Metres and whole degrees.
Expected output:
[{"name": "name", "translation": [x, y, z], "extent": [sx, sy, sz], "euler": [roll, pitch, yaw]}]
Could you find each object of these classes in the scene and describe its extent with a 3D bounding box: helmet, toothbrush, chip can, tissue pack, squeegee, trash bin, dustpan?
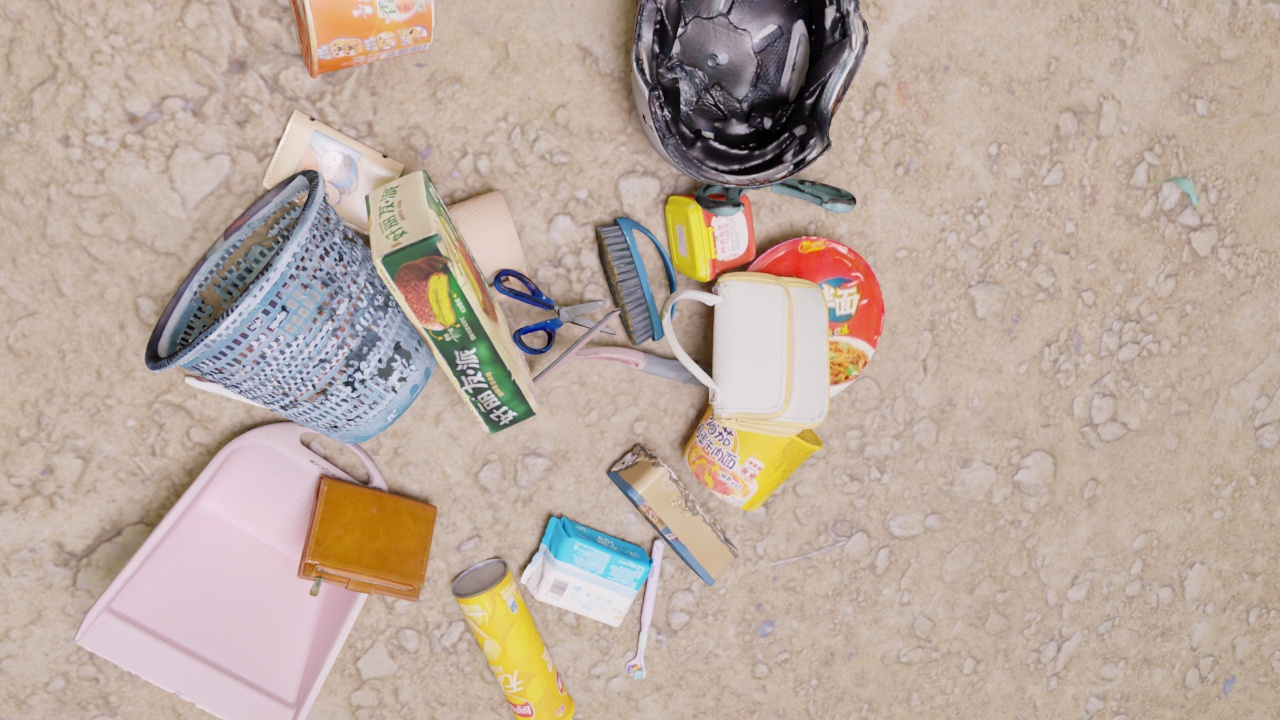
[{"name": "helmet", "translation": [0.091, -0.303, 0.915], "extent": [0.230, 0.157, 0.274], "euler": [7, 92, -15]}, {"name": "toothbrush", "translation": [-0.377, 0.045, 0.957], "extent": [0.187, 0.016, 0.017], "euler": [20, 91, -19]}, {"name": "chip can", "translation": [-0.146, 0.338, 1.072], "extent": [0.072, 0.072, 0.213], "euler": [-23, 109, -8]}, {"name": "tissue pack", "translation": [-0.060, 0.245, 1.073], "extent": [0.140, 0.063, 0.090], "euler": [24, 99, -19]}, {"name": "squeegee", "translation": [-0.006, 0.006, 1.011], "extent": [0.249, 0.248, 0.040], "euler": [7, 60, -37]}, {"name": "trash bin", "translation": [-0.307, -0.031, 0.866], "extent": [0.226, 0.226, 0.195], "euler": [-46, 124, 0]}, {"name": "toothbrush", "translation": [0.008, 0.306, 1.128], "extent": [0.029, 0.021, 0.189], "euler": [16, 107, 22]}, {"name": "dustpan", "translation": [-0.367, 0.196, 0.904], "extent": [0.222, 0.272, 0.139], "euler": [39, 117, -24]}]

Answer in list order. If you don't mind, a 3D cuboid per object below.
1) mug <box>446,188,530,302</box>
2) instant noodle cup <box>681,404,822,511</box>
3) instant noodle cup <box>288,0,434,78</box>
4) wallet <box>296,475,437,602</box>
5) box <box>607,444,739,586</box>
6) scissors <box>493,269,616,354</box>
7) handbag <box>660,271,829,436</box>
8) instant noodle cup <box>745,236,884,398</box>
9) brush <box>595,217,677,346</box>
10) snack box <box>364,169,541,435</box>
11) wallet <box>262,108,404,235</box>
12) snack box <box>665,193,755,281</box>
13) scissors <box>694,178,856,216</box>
[{"name": "mug", "translation": [-0.175, -0.104, 0.944], "extent": [0.103, 0.084, 0.125], "euler": [-20, 133, -8]}, {"name": "instant noodle cup", "translation": [0.121, 0.097, 1.051], "extent": [0.138, 0.138, 0.110], "euler": [31, 103, -21]}, {"name": "instant noodle cup", "translation": [-0.254, -0.336, 0.822], "extent": [0.111, 0.151, 0.151], "euler": [-13, 108, -20]}, {"name": "wallet", "translation": [-0.279, 0.191, 0.946], "extent": [0.130, 0.035, 0.118], "euler": [23, 60, -31]}, {"name": "box", "translation": [0.043, 0.184, 1.072], "extent": [0.059, 0.090, 0.184], "euler": [-40, 110, -9]}, {"name": "scissors", "translation": [-0.085, -0.043, 0.948], "extent": [0.012, 0.156, 0.165], "euler": [-32, 125, 33]}, {"name": "handbag", "translation": [0.107, -0.012, 0.946], "extent": [0.178, 0.063, 0.163], "euler": [8, 73, -16]}, {"name": "instant noodle cup", "translation": [0.179, -0.049, 1.057], "extent": [0.193, 0.066, 0.194], "euler": [-4, 105, -15]}, {"name": "brush", "translation": [0.002, -0.089, 1.002], "extent": [0.073, 0.055, 0.144], "euler": [-20, 109, -8]}, {"name": "snack box", "translation": [-0.170, -0.048, 0.858], "extent": [0.063, 0.114, 0.240], "euler": [-24, 135, 0]}, {"name": "wallet", "translation": [-0.306, -0.182, 0.911], "extent": [0.115, 0.024, 0.087], "euler": [26, 92, -21]}, {"name": "snack box", "translation": [0.079, -0.139, 0.998], "extent": [0.080, 0.082, 0.091], "euler": [-17, 112, -21]}, {"name": "scissors", "translation": [0.125, -0.172, 0.946], "extent": [0.179, 0.170, 0.019], "euler": [-25, 129, -42]}]
